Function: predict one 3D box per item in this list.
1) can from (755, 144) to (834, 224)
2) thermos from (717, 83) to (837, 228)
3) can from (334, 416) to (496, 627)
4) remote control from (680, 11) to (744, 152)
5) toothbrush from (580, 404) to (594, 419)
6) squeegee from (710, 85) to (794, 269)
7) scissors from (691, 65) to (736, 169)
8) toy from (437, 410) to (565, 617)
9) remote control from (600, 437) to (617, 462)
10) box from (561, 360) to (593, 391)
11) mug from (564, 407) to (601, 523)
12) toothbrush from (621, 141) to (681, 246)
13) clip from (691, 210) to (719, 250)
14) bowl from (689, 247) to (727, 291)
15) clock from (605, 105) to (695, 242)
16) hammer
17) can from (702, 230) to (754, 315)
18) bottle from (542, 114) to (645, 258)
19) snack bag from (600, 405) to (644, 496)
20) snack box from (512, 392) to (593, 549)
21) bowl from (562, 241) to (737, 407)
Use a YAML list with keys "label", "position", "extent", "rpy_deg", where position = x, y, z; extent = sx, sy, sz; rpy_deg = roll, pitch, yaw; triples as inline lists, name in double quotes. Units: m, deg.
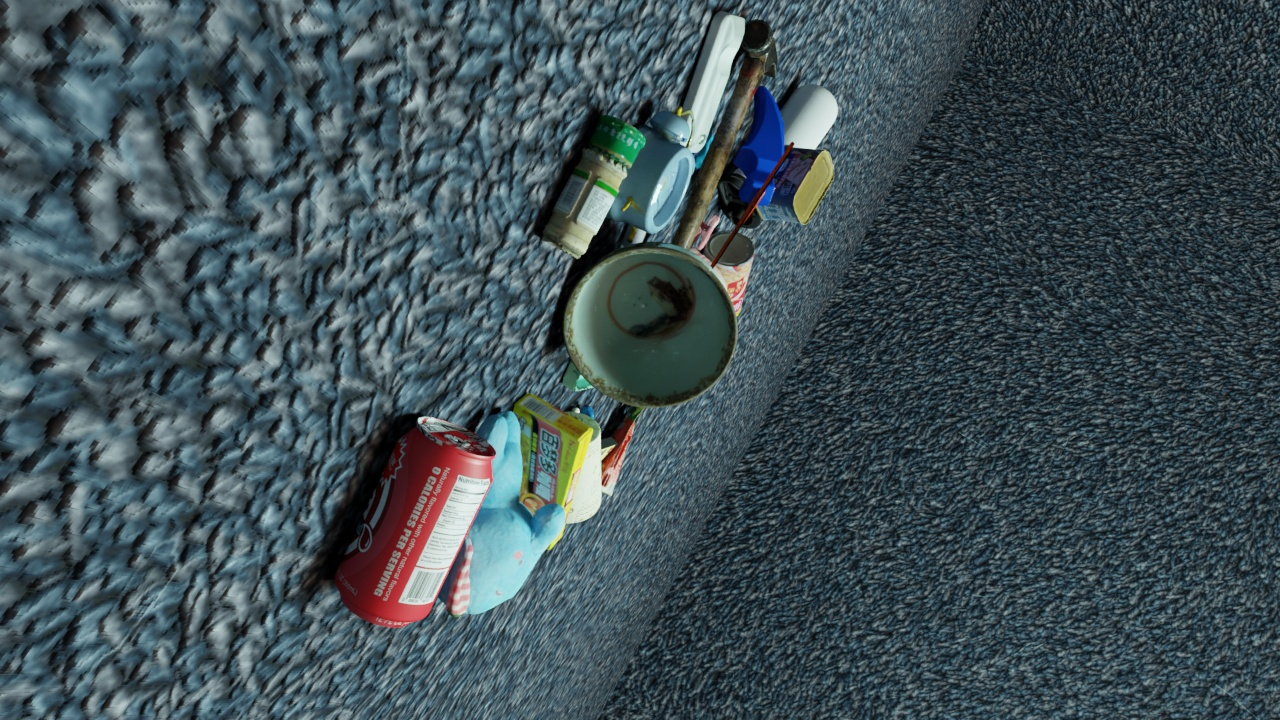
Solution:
- label: "can"
  position: [0.190, -0.216, 1.126]
  extent: [0.099, 0.059, 0.054]
  rpy_deg: [-59, 139, -19]
- label: "thermos"
  position: [0.177, -0.274, 1.186]
  extent: [0.229, 0.068, 0.101]
  rpy_deg: [-55, 151, -23]
- label: "can"
  position: [-0.164, 0.118, 0.672]
  extent: [0.142, 0.074, 0.074]
  rpy_deg: [-64, 166, 6]
- label: "remote control"
  position: [0.067, -0.262, 0.876]
  extent: [0.050, 0.022, 0.133]
  rpy_deg: [-23, 138, -58]
- label: "toothbrush"
  position: [-0.062, 0.080, 1.081]
  extent: [0.016, 0.021, 0.132]
  rpy_deg: [-53, 167, -19]
- label: "squeegee"
  position: [0.135, -0.232, 1.036]
  extent: [0.250, 0.055, 0.184]
  rpy_deg: [123, -25, -62]
- label: "scissors"
  position: [0.067, -0.244, 0.945]
  extent: [0.116, 0.014, 0.130]
  rpy_deg: [-46, 159, -44]
- label: "toy"
  position: [-0.123, 0.136, 0.811]
  extent: [0.183, 0.115, 0.181]
  rpy_deg: [-32, 136, -82]
- label: "remote control"
  position: [-0.068, 0.123, 1.118]
  extent: [0.058, 0.013, 0.133]
  rpy_deg: [-48, 169, 12]
- label: "box"
  position: [-0.002, 0.006, 1.008]
  extent: [0.077, 0.091, 0.188]
  rpy_deg: [-66, 166, 9]
- label: "mug"
  position: [-0.075, 0.099, 0.994]
  extent: [0.121, 0.081, 0.097]
  rpy_deg: [-79, 179, -57]
- label: "toothbrush"
  position: [0.002, -0.141, 0.893]
  extent: [0.019, 0.018, 0.188]
  rpy_deg: [-13, 130, -58]
- label: "clip"
  position: [0.081, -0.158, 1.115]
  extent: [0.023, 0.044, 0.060]
  rpy_deg: [-47, 146, -38]
- label: "bowl"
  position: [0.063, -0.059, 1.151]
  extent: [0.152, 0.076, 0.153]
  rpy_deg: [-56, 165, -24]
- label: "clock"
  position: [0.014, -0.169, 0.817]
  extent: [0.124, 0.052, 0.089]
  rpy_deg: [-58, 164, -15]
- label: "hammer"
  position: [0.069, -0.181, 0.967]
  extent: [0.330, 0.033, 0.120]
  rpy_deg: [-67, 166, 3]
- label: "can"
  position: [0.112, -0.113, 1.241]
  extent: [0.066, 0.067, 0.125]
  rpy_deg: [-54, 163, -31]
- label: "bottle"
  position: [-0.037, -0.135, 0.718]
  extent: [0.110, 0.043, 0.042]
  rpy_deg: [-63, 166, 3]
- label: "snack bag"
  position: [-0.022, 0.103, 1.218]
  extent: [0.155, 0.044, 0.087]
  rpy_deg: [-61, -175, -9]
- label: "snack box"
  position: [-0.098, 0.109, 0.889]
  extent: [0.025, 0.075, 0.153]
  rpy_deg: [-42, 155, -51]
- label: "bowl"
  position: [0.011, -0.046, 0.873]
  extent: [0.093, 0.160, 0.160]
  rpy_deg: [-86, -164, -65]
